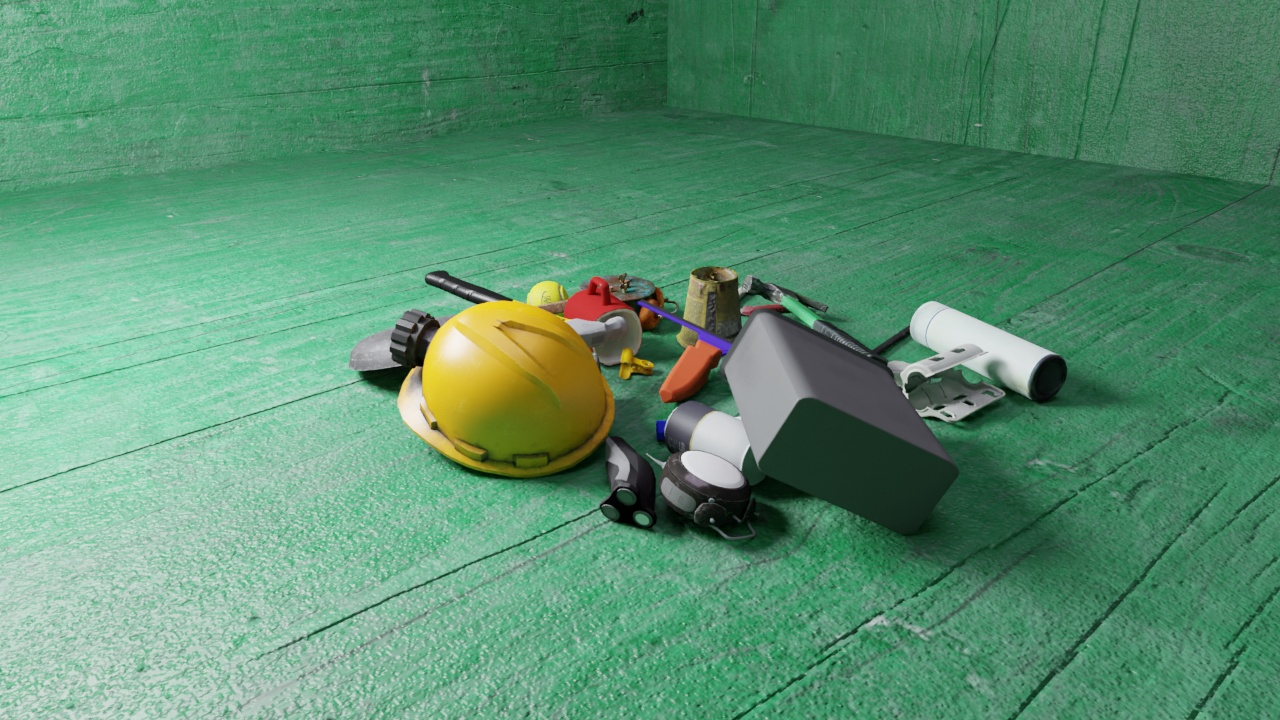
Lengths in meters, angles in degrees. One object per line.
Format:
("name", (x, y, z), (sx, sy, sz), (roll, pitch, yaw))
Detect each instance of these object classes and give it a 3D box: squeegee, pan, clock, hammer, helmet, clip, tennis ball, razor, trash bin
("squeegee", (0.068, 0.012, 1.195), (0.250, 0.055, 0.184), (26, 30, 14))
("pan", (-0.234, -0.050, 1.288), (0.356, 0.040, 0.208), (-19, 13, -27))
("clock", (0.069, 0.125, 0.907), (0.091, 0.044, 0.123), (1, 27, -43))
("hammer", (0.347, -0.022, 1.327), (0.095, 0.015, 0.323), (16, 27, 35))
("helmet", (-0.153, 0.005, 1.017), (0.255, 0.132, 0.204), (18, 49, 15))
("clip", (0.371, 0.014, 1.161), (0.126, 0.110, 0.151), (-15, 37, -38))
("tennis ball", (-0.143, -0.090, 1.422), (0.065, 0.065, 0.065), (0, 23, 0))
("razor", (-0.014, 0.117, 0.953), (0.060, 0.057, 0.156), (-30, 21, 11))
("hammer", (-0.179, -0.074, 1.246), (0.324, 0.029, 0.126), (21, 26, 34))
("hammer", (0.256, -0.049, 1.299), (0.130, 0.032, 0.318), (18, 15, -21))
("trash bin", (0.197, 0.056, 0.953), (0.191, 0.098, 0.219), (25, 20, -14))
("clip", (-0.009, 0.009, 1.250), (0.046, 0.048, 0.054), (-39, 15, 16))
("clock", (-0.019, -0.092, 1.418), (0.158, 0.073, 0.121), (4, 23, 7))

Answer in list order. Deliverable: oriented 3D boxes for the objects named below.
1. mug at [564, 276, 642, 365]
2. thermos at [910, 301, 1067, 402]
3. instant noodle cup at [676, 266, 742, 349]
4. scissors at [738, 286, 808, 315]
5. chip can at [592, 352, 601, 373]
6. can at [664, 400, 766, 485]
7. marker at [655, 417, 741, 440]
("mug", (-0.055, -0.063, 1.293), (0.080, 0.116, 0.096), (-16, 27, -22))
("thermos", (0.464, -0.017, 1.243), (0.067, 0.068, 0.230), (-10, 25, -22))
("instant noodle cup", (0.104, -0.075, 1.330), (0.102, 0.108, 0.102), (0, 25, 0))
("scissors", (0.169, -0.094, 1.497), (0.199, 0.015, 0.179), (-3, 24, -4))
("chip can", (-0.159, 0.026, 1.136), (0.223, 0.075, 0.075), (-1, 23, 0))
("can", (0.089, 0.091, 0.992), (0.064, 0.064, 0.127), (-21, 31, -41))
("marker", (0.086, 0.078, 1.071), (0.133, 0.023, 0.027), (-2, -19, -5))
